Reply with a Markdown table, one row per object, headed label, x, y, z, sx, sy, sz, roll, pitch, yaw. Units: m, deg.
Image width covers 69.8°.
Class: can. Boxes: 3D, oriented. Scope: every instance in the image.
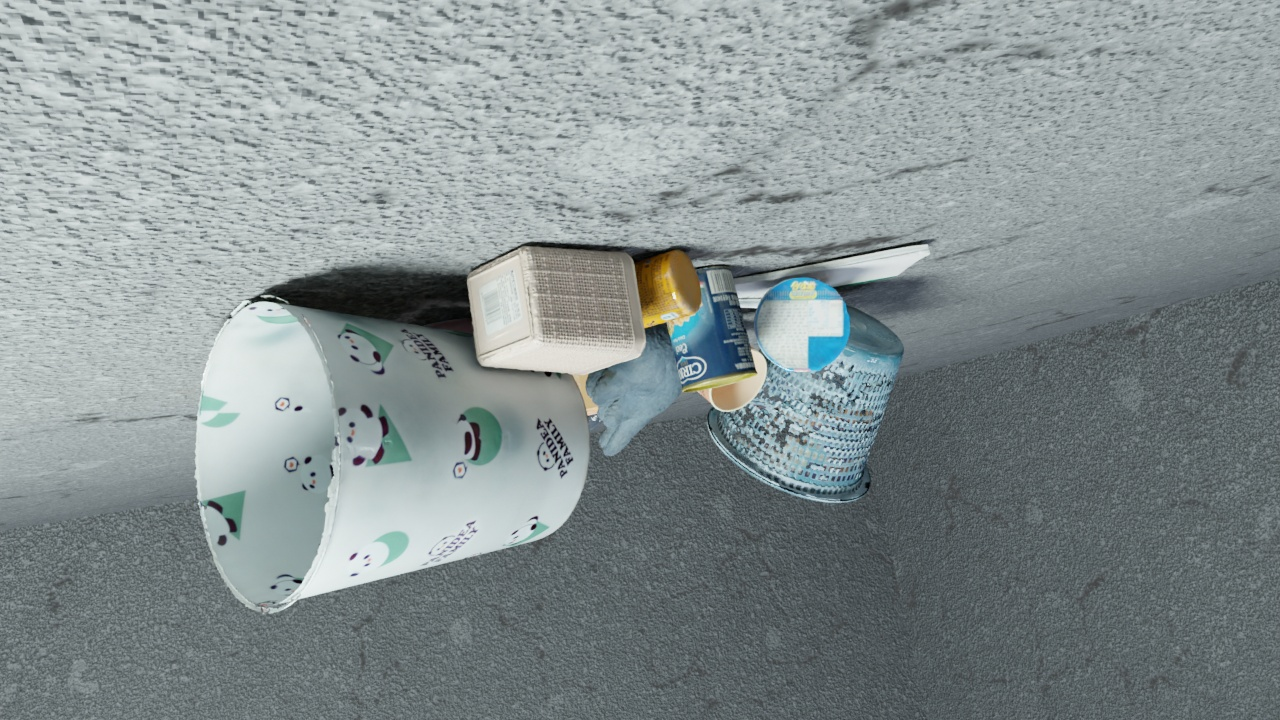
| label | x | y | z | sx | sy | sz | roll | pitch | yaw |
| --- | --- | --- | --- | --- | --- | --- | --- | --- | --- |
| can | 0.065 | -0.031 | 0.897 | 0.075 | 0.111 | 0.075 | -13 | 173 | -2 |
| can | -0.021 | -0.051 | 0.812 | 0.146 | 0.058 | 0.058 | -15 | 172 | 27 |

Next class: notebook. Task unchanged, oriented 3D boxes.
| label | x | y | z | sx | sy | sz | roll | pitch | yaw |
| --- | --- | --- | --- | --- | --- | --- | --- | --- | --- |
| notebook | 0.199 | -0.091 | 1.022 | 0.209 | 0.012 | 0.150 | -10 | 174 | 2 |

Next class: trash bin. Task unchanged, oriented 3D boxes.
| label | x | y | z | sx | sy | sz | roll | pitch | yaw |
| --- | --- | --- | --- | --- | --- | --- | --- | --- | --- |
| trash bin | 0.222 | 0.034 | 1.155 | 0.226 | 0.195 | 0.226 | 17 | -156 | -8 |
| trash bin | -0.193 | 0.071 | 0.752 | 0.230 | 0.229 | 0.251 | -17 | 166 | 42 |

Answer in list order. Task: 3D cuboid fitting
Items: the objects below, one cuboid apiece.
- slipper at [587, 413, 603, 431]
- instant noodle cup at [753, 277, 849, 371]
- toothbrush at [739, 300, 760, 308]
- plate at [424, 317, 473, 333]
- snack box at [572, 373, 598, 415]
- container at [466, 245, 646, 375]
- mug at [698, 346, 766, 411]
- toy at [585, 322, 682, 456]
| label | x | y | z | sx | sy | sz | roll | pitch | yaw |
| --- | --- | --- | --- | --- | --- | --- | --- | --- | --- |
| slipper | -0.110 | 0.042 | 1.332 | 0.110 | 0.083 | 0.268 | -50 | -162 | -16 |
| instant noodle cup | 0.177 | -0.041 | 0.991 | 0.099 | 0.099 | 0.109 | -13 | -177 | 14 |
| toothbrush | 0.118 | -0.060 | 1.044 | 0.179 | 0.016 | 0.016 | -5 | 180 | -44 |
| plate | -0.190 | -0.012 | 0.945 | 0.192 | 0.039 | 0.192 | -11 | 173 | -2 |
| snack box | -0.090 | 0.025 | 1.163 | 0.077 | 0.092 | 0.094 | -12 | 172 | 3 |
| container | -0.069 | -0.039 | 0.728 | 0.090 | 0.090 | 0.110 | -17 | 168 | 41 |
| mug | 0.087 | -0.014 | 1.088 | 0.081 | 0.115 | 0.106 | -19 | -142 | -25 |
| toy | -0.006 | 0.006 | 1.024 | 0.137 | 0.091 | 0.357 | -34 | 156 | -12 |
